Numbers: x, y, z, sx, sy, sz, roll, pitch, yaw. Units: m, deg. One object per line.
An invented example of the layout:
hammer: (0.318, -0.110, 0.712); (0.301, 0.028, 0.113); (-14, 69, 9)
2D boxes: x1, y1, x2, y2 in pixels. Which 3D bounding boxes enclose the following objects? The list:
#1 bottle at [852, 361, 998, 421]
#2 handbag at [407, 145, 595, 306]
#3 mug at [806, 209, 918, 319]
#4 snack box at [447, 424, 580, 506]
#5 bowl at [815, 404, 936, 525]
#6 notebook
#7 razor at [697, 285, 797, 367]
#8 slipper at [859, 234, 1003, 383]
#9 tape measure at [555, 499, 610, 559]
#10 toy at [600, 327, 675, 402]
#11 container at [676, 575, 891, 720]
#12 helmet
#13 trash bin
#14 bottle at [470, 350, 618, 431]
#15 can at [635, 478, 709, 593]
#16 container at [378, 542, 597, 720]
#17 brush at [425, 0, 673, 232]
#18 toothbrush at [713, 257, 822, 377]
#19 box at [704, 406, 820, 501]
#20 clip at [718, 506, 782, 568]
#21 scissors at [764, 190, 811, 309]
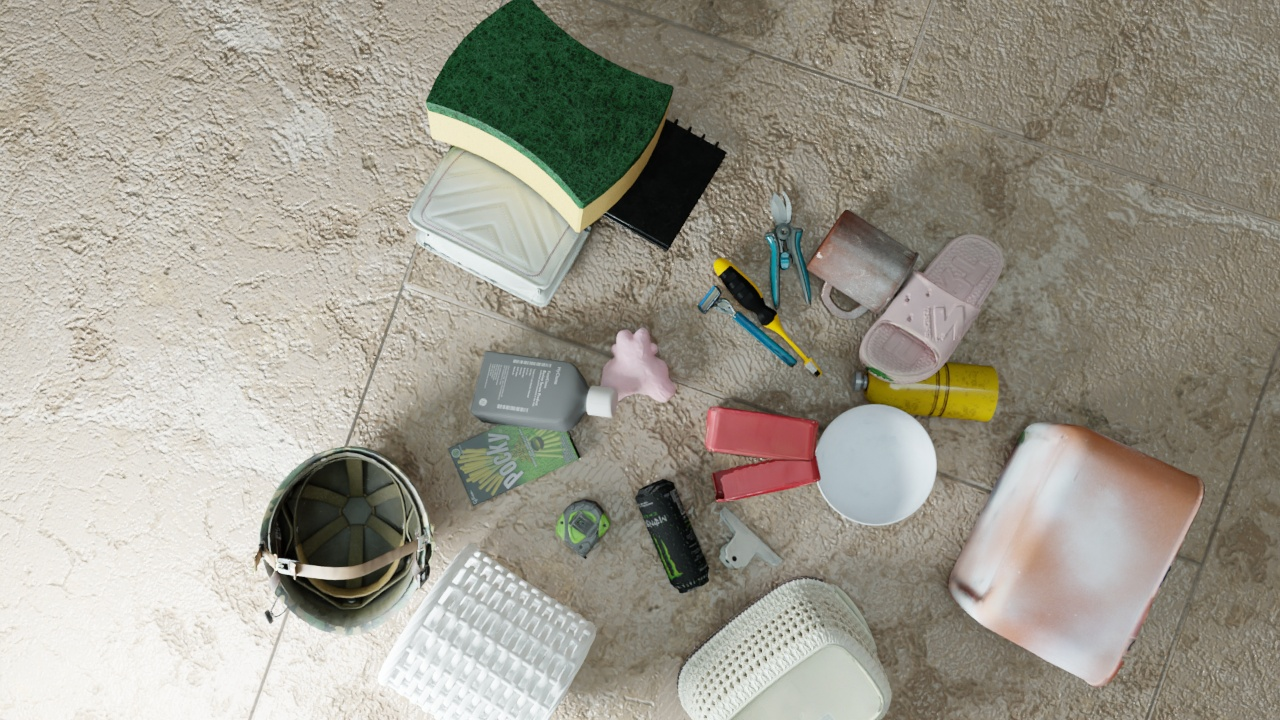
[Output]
bottle: (0.345, 0.032, 1.128); (0.164, 0.071, 0.071); (6, 89, 3)
handbag: (-0.171, -0.172, 1.147); (0.198, 0.096, 0.141); (28, 74, 3)
mug: (0.263, -0.110, 1.133); (0.110, 0.096, 0.123); (37, 120, 8)
snack box: (-0.161, 0.118, 1.173); (0.147, 0.025, 0.080); (-24, 88, 2)
bowl: (0.281, 0.125, 1.126); (0.144, 0.074, 0.144); (0, 89, 3)
notebook: (-0.027, -0.259, 1.149); (0.231, 0.019, 0.168); (30, 69, 3)
razor: (0.140, -0.040, 1.165); (0.144, 0.022, 0.042); (38, 128, -1)
slipper: (0.358, -0.069, 1.098); (0.094, 0.064, 0.239); (37, 72, 18)
tape measure: (-0.074, 0.208, 1.161); (0.058, 0.036, 0.065); (36, 91, 4)
toy: (-0.007, 0.007, 1.153); (0.099, 0.052, 0.096); (-3, 96, 7)
container: (0.175, 0.392, 1.093); (0.251, 0.143, 0.185); (-39, 101, 2)
helmet: (-0.341, 0.213, 1.075); (0.192, 0.236, 0.224); (0, 85, -12)
trash bin: (0.491, 0.209, 1.064); (0.157, 0.181, 0.259); (27, 91, 5)
bottle: (-0.115, 0.042, 1.136); (0.174, 0.046, 0.083); (6, 72, 14)
can: (0.040, 0.218, 1.147); (0.054, 0.054, 0.137); (-23, 88, 2)
container: (-0.178, 0.346, 1.088); (0.187, 0.189, 0.189); (33, 90, 2)
brush: (-0.107, -0.298, 1.100); (0.250, 0.075, 0.194); (33, 71, 4)
toothbrush: (0.162, -0.054, 1.160); (0.196, 0.030, 0.031); (48, 116, -2)
box: (0.142, 0.101, 1.095); (0.136, 0.157, 0.117); (-7, 84, 1)
clip: (0.125, 0.239, 1.161); (0.101, 0.040, 0.054); (43, 71, 4)
scissors: (0.182, -0.134, 1.164); (0.130, 0.019, 0.150); (38, 92, 2)
